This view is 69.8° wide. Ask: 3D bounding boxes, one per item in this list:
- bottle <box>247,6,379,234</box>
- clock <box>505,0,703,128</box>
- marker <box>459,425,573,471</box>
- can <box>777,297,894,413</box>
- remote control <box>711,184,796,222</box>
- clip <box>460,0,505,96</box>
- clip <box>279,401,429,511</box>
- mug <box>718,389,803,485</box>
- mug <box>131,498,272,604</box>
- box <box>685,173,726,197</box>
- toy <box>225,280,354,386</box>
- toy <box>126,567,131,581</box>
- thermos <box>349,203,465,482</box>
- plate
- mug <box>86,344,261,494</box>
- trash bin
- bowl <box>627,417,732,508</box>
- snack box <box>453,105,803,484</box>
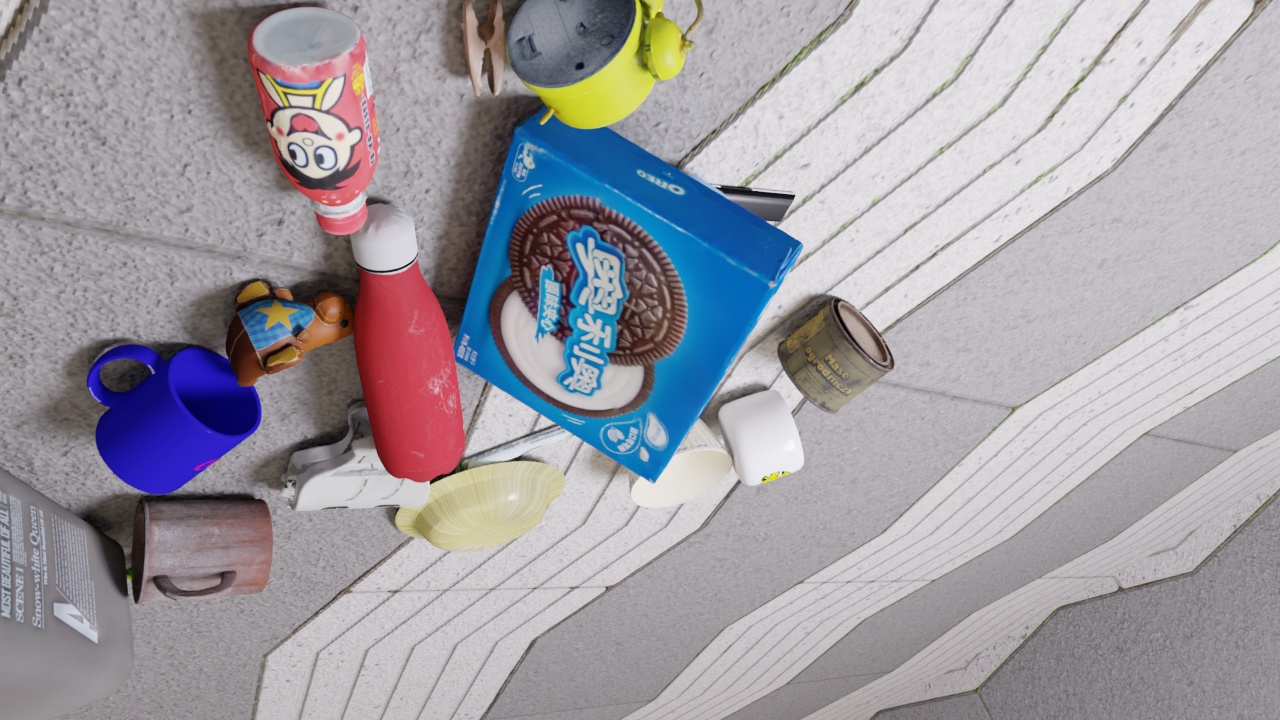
[{"bbox_3d":[-0.187,-0.133,0.543,0.062,0.062,0.138,-11,144,-15],"label":"bottle"},{"bbox_3d":[-0.020,-0.188,0.538,0.119,0.083,0.057,-25,152,11],"label":"clock"},{"bbox_3d":[-0.113,0.085,0.929,0.146,0.017,0.017,-20,146,-1],"label":"marker"},{"bbox_3d":[0.193,-0.005,0.902,0.089,0.089,0.075,17,131,-43],"label":"can"},{"bbox_3d":[0.071,-0.126,0.736,0.124,0.011,0.028,-1,141,-28],"label":"remote control"},{"bbox_3d":[-0.097,-0.187,0.549,0.049,0.025,0.061,17,130,-41],"label":"clip"},{"bbox_3d":[-0.249,0.104,0.835,0.125,0.089,0.151,2,150,-35],"label":"clip"},{"bbox_3d":[0.128,0.085,0.998,0.068,0.094,0.116,-18,169,-3],"label":"mug"},{"bbox_3d":[-0.388,0.176,0.816,0.110,0.123,0.096,-2,116,-33],"label":"mug"},{"bbox_3d":[-0.016,-0.064,0.729,0.210,0.052,0.067,-37,140,29],"label":"box"},{"bbox_3d":[-0.260,-0.013,0.683,0.090,0.070,0.103,-20,161,-38],"label":"toy"},{"bbox_3d":[-0.449,0.208,0.904,0.094,0.036,0.094,-11,151,-18],"label":"toy"},{"bbox_3d":[-0.179,-0.010,0.695,0.073,0.073,0.240,-11,133,-15],"label":"thermos"},{"bbox_3d":[-0.165,0.168,0.982,0.184,0.036,0.185,-15,152,-9],"label":"plate"},{"bbox_3d":[-0.355,0.035,0.682,0.084,0.079,0.111,-33,120,17],"label":"mug"},{"bbox_3d":[-0.533,0.193,0.708,0.197,0.197,0.220,-21,152,-2],"label":"trash bin"},{"bbox_3d":[0.035,0.104,0.994,0.115,0.062,0.115,-15,146,-10],"label":"bowl"},{"bbox_3d":[-0.023,-0.038,0.666,0.056,0.195,0.240,-54,173,-45],"label":"snack box"}]
